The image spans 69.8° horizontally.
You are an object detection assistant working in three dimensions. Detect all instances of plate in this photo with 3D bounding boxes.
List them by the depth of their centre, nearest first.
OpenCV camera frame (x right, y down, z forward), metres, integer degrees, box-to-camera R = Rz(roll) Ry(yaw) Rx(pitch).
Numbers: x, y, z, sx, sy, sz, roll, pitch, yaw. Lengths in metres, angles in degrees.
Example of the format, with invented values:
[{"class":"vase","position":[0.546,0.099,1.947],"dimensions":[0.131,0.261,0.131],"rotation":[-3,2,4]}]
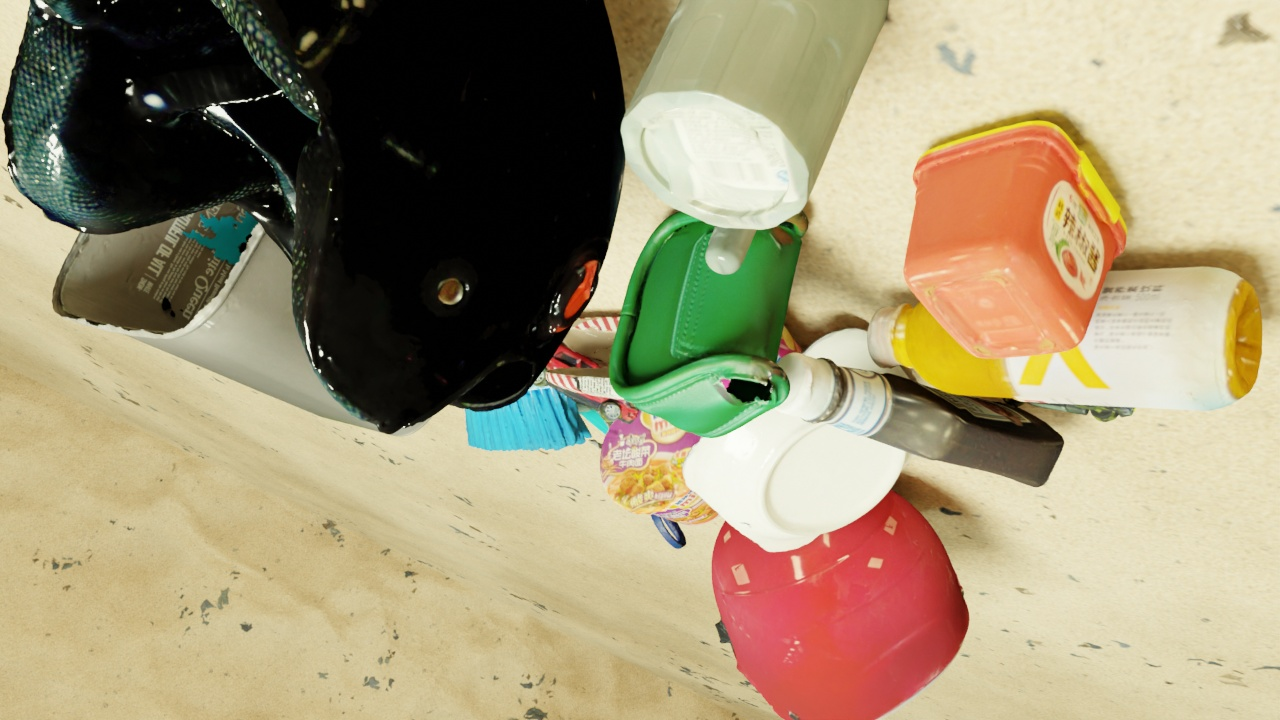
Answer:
[{"class":"plate","position":[0.127,0.069,0.636],"dimensions":[0.164,0.164,0.034],"rotation":[41,-168,-38]}]

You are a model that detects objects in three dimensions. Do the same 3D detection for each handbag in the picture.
[{"class":"handbag","position":[0.044,-0.028,0.533],"dimensions":[0.068,0.131,0.120],"rotation":[25,154,-26]}]

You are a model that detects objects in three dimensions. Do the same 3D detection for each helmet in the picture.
[{"class":"helmet","position":[-0.117,-0.099,0.411],"dimensions":[0.233,0.229,0.275],"rotation":[29,159,26]},{"class":"helmet","position":[0.151,0.172,0.779],"dimensions":[0.240,0.206,0.144],"rotation":[45,162,52]}]

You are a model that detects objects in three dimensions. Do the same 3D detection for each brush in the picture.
[{"class":"brush","position":[-0.179,0.037,0.947],"dimensions":[0.315,0.060,0.109],"rotation":[-5,100,41]}]

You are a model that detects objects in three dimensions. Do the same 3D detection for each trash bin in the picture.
[{"class":"trash bin","position":[-0.251,-0.062,0.675],"dimensions":[0.199,0.198,0.220],"rotation":[9,159,33]}]

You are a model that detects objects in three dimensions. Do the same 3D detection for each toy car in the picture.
[{"class":"toy car","position":[0.241,0.007,0.544],"dimensions":[0.048,0.032,0.105],"rotation":[37,165,-30]},{"class":"toy car","position":[-0.054,0.018,0.809],"dimensions":[0.120,0.045,0.053],"rotation":[29,180,-2]}]

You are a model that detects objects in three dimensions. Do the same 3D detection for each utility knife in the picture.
[{"class":"utility knife","position":[0.003,0.103,0.981],"dimensions":[0.029,0.013,0.221],"rotation":[-6,140,48]}]

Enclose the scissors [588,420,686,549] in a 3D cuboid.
[{"class":"scissors","position":[0.003,0.112,0.912],"dimensions":[0.012,0.162,0.175],"rotation":[-32,158,19]}]

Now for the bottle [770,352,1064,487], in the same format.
[{"class":"bottle","position":[0.166,0.034,0.560],"dimensions":[0.194,0.044,0.080],"rotation":[14,-167,-26]}]

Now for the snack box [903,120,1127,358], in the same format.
[{"class":"snack box","position":[0.169,-0.051,0.427],"dimensions":[0.091,0.080,0.082],"rotation":[38,153,-30]}]

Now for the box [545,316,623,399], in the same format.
[{"class":"box","position":[-0.005,0.013,0.721],"dimensions":[0.164,0.081,0.075],"rotation":[3,158,37]}]

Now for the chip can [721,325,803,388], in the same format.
[{"class":"chip can","position":[0.107,0.032,0.670],"dimensions":[0.072,0.071,0.210],"rotation":[2,147,41]}]

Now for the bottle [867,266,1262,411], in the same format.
[{"class":"bottle","position":[0.211,-0.012,0.484],"dimensions":[0.190,0.067,0.068],"rotation":[2,148,46]}]

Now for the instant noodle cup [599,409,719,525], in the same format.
[{"class":"instant noodle cup","position":[0.033,0.099,0.843],"dimensions":[0.112,0.111,0.099],"rotation":[7,160,33]}]

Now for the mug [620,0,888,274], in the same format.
[{"class":"mug","position":[0.049,-0.108,0.393],"dimensions":[0.084,0.103,0.124],"rotation":[16,154,16]}]
